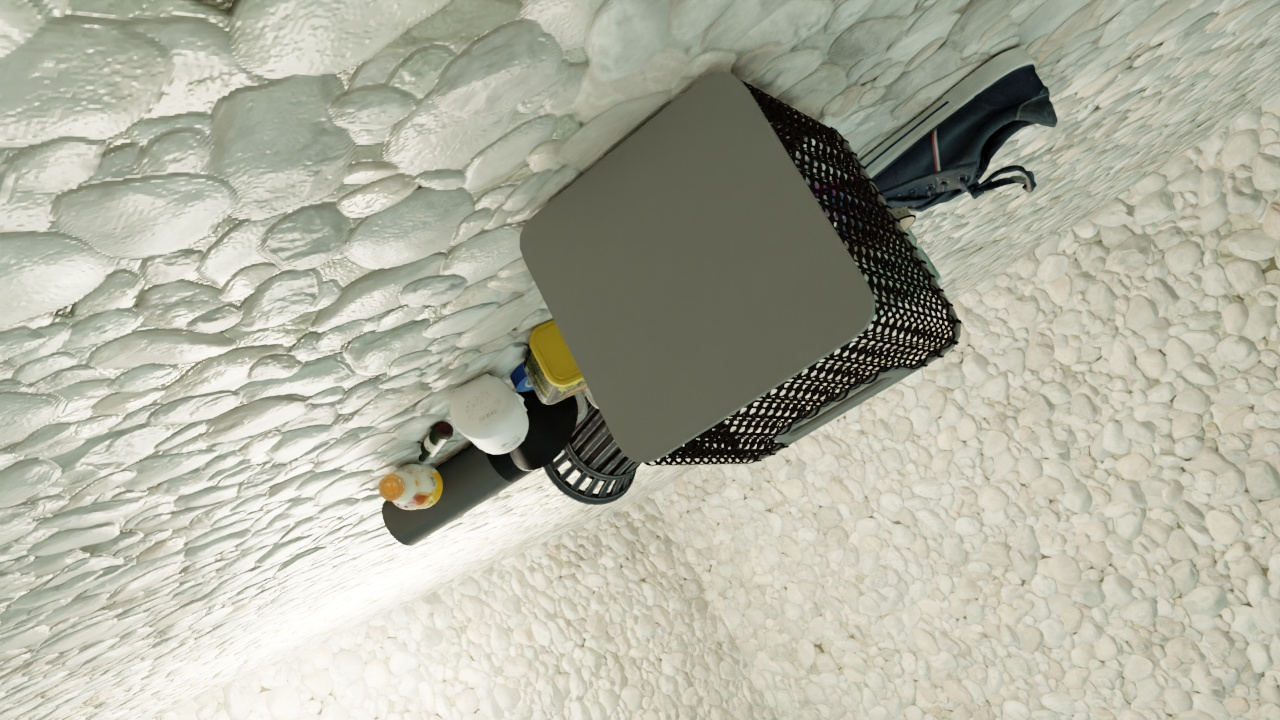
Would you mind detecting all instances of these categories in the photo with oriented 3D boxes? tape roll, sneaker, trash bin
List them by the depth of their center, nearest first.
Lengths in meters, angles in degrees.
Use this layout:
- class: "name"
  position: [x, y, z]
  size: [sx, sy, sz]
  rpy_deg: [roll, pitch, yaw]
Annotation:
- class: "sneaker"
  position: [0.339, -0.207, 1.041]
  size: [0.120, 0.127, 0.296]
  rpy_deg: [-15, 164, -47]
- class: "tape roll"
  position: [-0.117, 0.009, 1.139]
  size: [0.092, 0.016, 0.092]
  rpy_deg: [-19, 165, -39]
- class: "trash bin"
  position: [-0.034, 0.096, 1.368]
  size: [0.163, 0.164, 0.228]
  rpy_deg: [-20, 162, -37]

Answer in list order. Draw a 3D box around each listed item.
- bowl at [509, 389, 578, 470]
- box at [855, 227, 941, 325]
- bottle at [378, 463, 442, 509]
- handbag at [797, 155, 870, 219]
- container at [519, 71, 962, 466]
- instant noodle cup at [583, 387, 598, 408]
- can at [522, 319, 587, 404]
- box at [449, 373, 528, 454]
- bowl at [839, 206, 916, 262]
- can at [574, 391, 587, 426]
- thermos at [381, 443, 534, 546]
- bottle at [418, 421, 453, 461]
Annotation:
- class: "bowl"
  position: [-0.146, 0.078, 1.214]
  size: [0.124, 0.124, 0.052]
  rpy_deg: [-34, 134, 22]
- class: "box"
  position: [0.320, -0.116, 1.338]
  size: [0.197, 0.136, 0.043]
  rpy_deg: [-32, 162, 14]
- class: "bottle"
  position: [-0.315, 0.172, 1.252]
  size: [0.063, 0.063, 0.109]
  rpy_deg: [-31, 168, 7]
- class: "handbag"
  position: [0.164, -0.154, 1.026]
  size: [0.144, 0.068, 0.170]
  rpy_deg: [-19, 171, -38]
- class: "container"
  position: [0.084, -0.063, 0.769]
  size: [0.248, 0.245, 0.243]
  rpy_deg: [-34, 164, 23]
- class: "instant noodle cup"
  position: [-0.007, 0.007, 1.174]
  size: [0.121, 0.123, 0.124]
  rpy_deg: [-13, 162, -26]
- class: "can"
  position: [-0.064, -0.011, 1.051]
  size: [0.130, 0.072, 0.101]
  rpy_deg: [-25, 170, -20]
- class: "box"
  position: [-0.176, 0.067, 1.111]
  size: [0.081, 0.092, 0.161]
  rpy_deg: [-31, 161, -6]
- class: "bowl"
  position: [0.294, -0.180, 1.201]
  size: [0.115, 0.059, 0.115]
  rpy_deg: [-28, 168, -6]
- class: "can"
  position: [-0.126, 0.082, 1.310]
  size: [0.063, 0.063, 0.114]
  rpy_deg: [-19, 165, -41]
- class: "thermos"
  position: [-0.267, 0.183, 1.364]
  size: [0.241, 0.082, 0.082]
  rpy_deg: [-32, 168, 16]
- class: "bottle"
  position: [-0.269, 0.109, 1.185]
  size: [0.025, 0.025, 0.106]
  rpy_deg: [-20, 165, -38]
